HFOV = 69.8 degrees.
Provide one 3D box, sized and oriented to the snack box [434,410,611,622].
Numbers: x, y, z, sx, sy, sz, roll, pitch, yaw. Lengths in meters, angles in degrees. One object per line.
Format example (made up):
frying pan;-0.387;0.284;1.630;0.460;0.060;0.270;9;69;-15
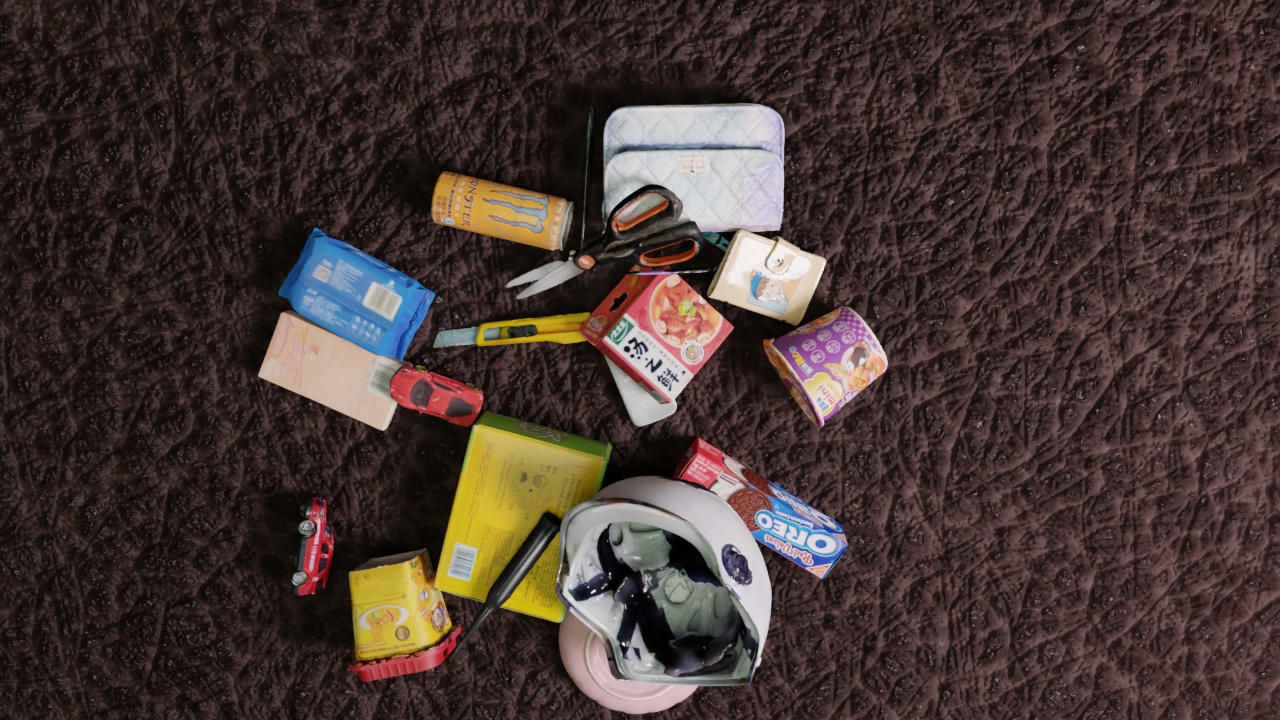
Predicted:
snack box;-0.135;0.179;1.062;0.157;0.070;0.210;15;102;-1

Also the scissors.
scissors;-0.037;-0.104;0.989;0.162;0.021;0.235;27;131;-25

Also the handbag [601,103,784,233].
handbag;0.053;-0.202;0.970;0.194;0.075;0.134;-1;108;4

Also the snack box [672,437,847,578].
snack box;0.137;0.169;1.054;0.207;0.058;0.057;32;104;-4

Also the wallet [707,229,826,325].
wallet;0.139;-0.092;0.996;0.115;0.024;0.087;17;112;-21

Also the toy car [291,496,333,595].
toy car;-0.389;0.220;1.092;0.045;0.053;0.121;5;110;-20

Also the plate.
plate;-0.005;0.346;1.107;0.192;0.039;0.192;1;102;2

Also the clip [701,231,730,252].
clip;0.089;-0.130;1.011;0.056;0.040;0.014;33;99;0

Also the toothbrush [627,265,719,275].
toothbrush;0.077;-0.101;0.995;0.189;0.014;0.017;-4;112;-15

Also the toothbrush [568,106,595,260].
toothbrush;-0.063;-0.187;1.010;0.018;0.015;0.181;9;103;10

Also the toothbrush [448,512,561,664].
toothbrush;-0.155;0.260;1.030;0.027;0.026;0.213;35;102;0

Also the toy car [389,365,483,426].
toy car;-0.234;0.041;1.047;0.106;0.031;0.049;22;102;-19

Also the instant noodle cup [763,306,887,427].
instant noodle cup;0.204;0.001;0.995;0.099;0.111;0.111;-33;99;2

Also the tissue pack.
tissue pack;-0.317;-0.073;1.027;0.157;0.052;0.095;29;100;-4

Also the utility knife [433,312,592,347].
utility knife;-0.140;-0.030;1.038;0.207;0.015;0.033;-5;95;11

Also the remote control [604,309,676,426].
remote control;-0.006;0.006;1.044;0.056;0.020;0.136;-22;98;6

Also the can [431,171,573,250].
can;-0.150;-0.162;0.997;0.146;0.058;0.058;13;102;0

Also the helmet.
helmet;0.038;0.222;0.993;0.230;0.145;0.259;-19;105;36

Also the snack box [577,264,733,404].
snack box;0.017;-0.034;1.004;0.127;0.044;0.113;41;78;-6

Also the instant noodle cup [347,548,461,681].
instant noodle cup;-0.283;0.294;1.078;0.116;0.116;0.123;-11;90;5

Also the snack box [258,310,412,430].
snack box;-0.351;0.011;1.059;0.157;0.026;0.084;25;102;-2
